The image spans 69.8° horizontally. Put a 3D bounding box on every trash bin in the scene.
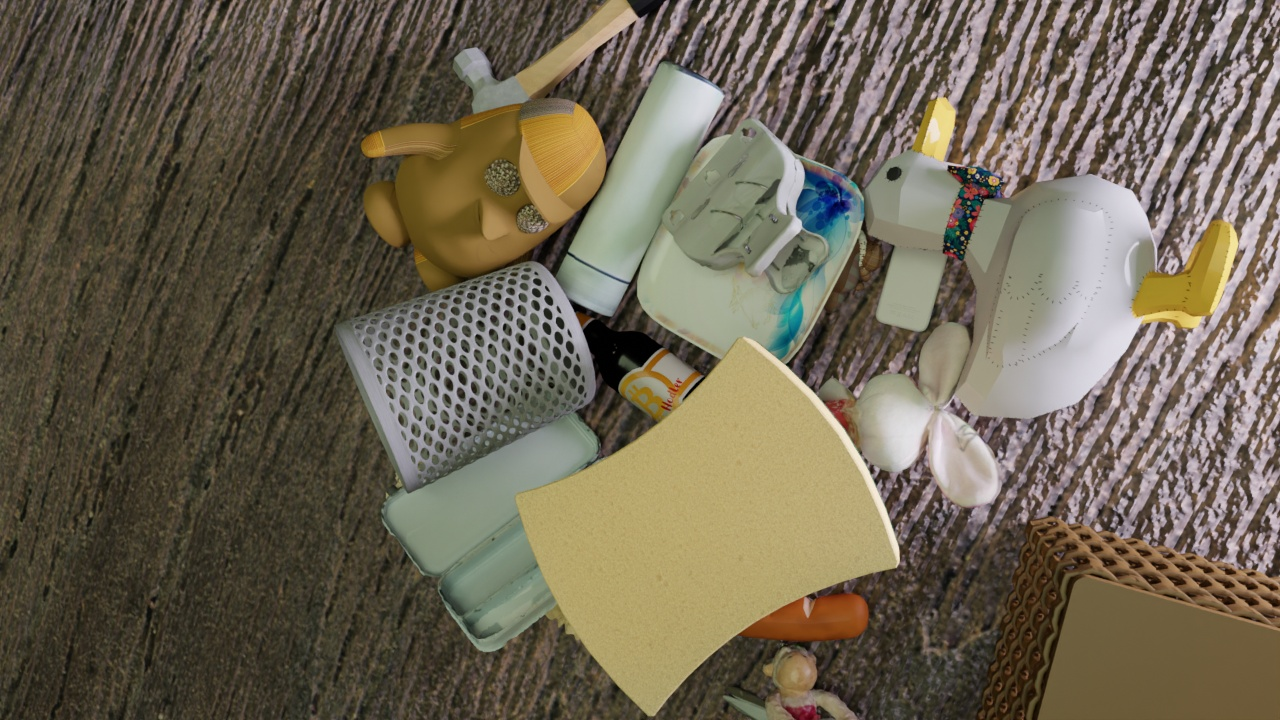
[{"bbox_3d":[-0.151,0.008,0.811,0.183,0.157,0.156,-24,82,-18],"label":"trash bin"}]

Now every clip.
[{"bbox_3d":[0.092,-0.123,0.777,0.125,0.074,0.143,-50,54,19],"label":"clip"}]

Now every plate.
[{"bbox_3d":[0.094,-0.096,0.813,0.187,0.016,0.187,31,99,33],"label":"plate"}]

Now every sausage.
[{"bbox_3d":[0.119,0.226,0.818,0.164,0.039,0.044,-1,84,17],"label":"sausage"}]

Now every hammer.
[{"bbox_3d":[-0.023,-0.325,0.862,0.329,0.039,0.131,-36,81,14],"label":"hammer"}]

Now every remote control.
[{"bbox_3d":[0.244,-0.100,0.794,0.045,0.008,0.146,16,95,17],"label":"remote control"}]

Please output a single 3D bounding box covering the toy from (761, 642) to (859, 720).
[{"bbox_3d":[0.145,0.293,0.796,0.085,0.074,0.105,0,49,-15],"label":"toy"}]

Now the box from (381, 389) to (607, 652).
[{"bbox_3d":[-0.107,0.138,0.831,0.209,0.061,0.192,-37,55,-22],"label":"box"}]

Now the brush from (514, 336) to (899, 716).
[{"bbox_3d":[0.050,0.124,0.708,0.250,0.075,0.195,-36,80,12],"label":"brush"}]

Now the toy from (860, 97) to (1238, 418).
[{"bbox_3d":[0.296,-0.077,0.713,0.268,0.140,0.246,12,90,25],"label":"toy"}]

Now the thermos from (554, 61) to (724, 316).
[{"bbox_3d":[-0.004,-0.154,0.841,0.068,0.067,0.230,30,98,15],"label":"thermos"}]

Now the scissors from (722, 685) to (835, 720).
[{"bbox_3d":[0.165,0.351,0.818,0.188,0.015,0.146,-11,88,19],"label":"scissors"}]

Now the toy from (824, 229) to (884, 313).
[{"bbox_3d":[0.171,-0.074,0.799,0.054,0.041,0.102,25,111,-23],"label":"toy"}]

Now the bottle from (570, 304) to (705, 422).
[{"bbox_3d":[-0.005,0.005,0.845,0.181,0.059,0.059,36,100,14],"label":"bottle"}]

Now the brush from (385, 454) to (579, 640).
[{"bbox_3d":[-0.125,0.177,0.884,0.271,0.056,0.083,27,101,16],"label":"brush"}]

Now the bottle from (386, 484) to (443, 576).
[{"bbox_3d":[-0.191,0.163,0.855,0.130,0.040,0.040,42,101,13],"label":"bottle"}]

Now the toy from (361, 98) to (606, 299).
[{"bbox_3d":[-0.124,-0.154,0.824,0.204,0.198,0.162,-24,39,18],"label":"toy"}]

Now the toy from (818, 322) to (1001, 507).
[{"bbox_3d":[0.195,0.057,0.775,0.194,0.084,0.159,-15,67,20],"label":"toy"}]

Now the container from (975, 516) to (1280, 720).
[{"bbox_3d":[0.371,0.274,0.649,0.220,0.214,0.251,14,94,17],"label":"container"}]
